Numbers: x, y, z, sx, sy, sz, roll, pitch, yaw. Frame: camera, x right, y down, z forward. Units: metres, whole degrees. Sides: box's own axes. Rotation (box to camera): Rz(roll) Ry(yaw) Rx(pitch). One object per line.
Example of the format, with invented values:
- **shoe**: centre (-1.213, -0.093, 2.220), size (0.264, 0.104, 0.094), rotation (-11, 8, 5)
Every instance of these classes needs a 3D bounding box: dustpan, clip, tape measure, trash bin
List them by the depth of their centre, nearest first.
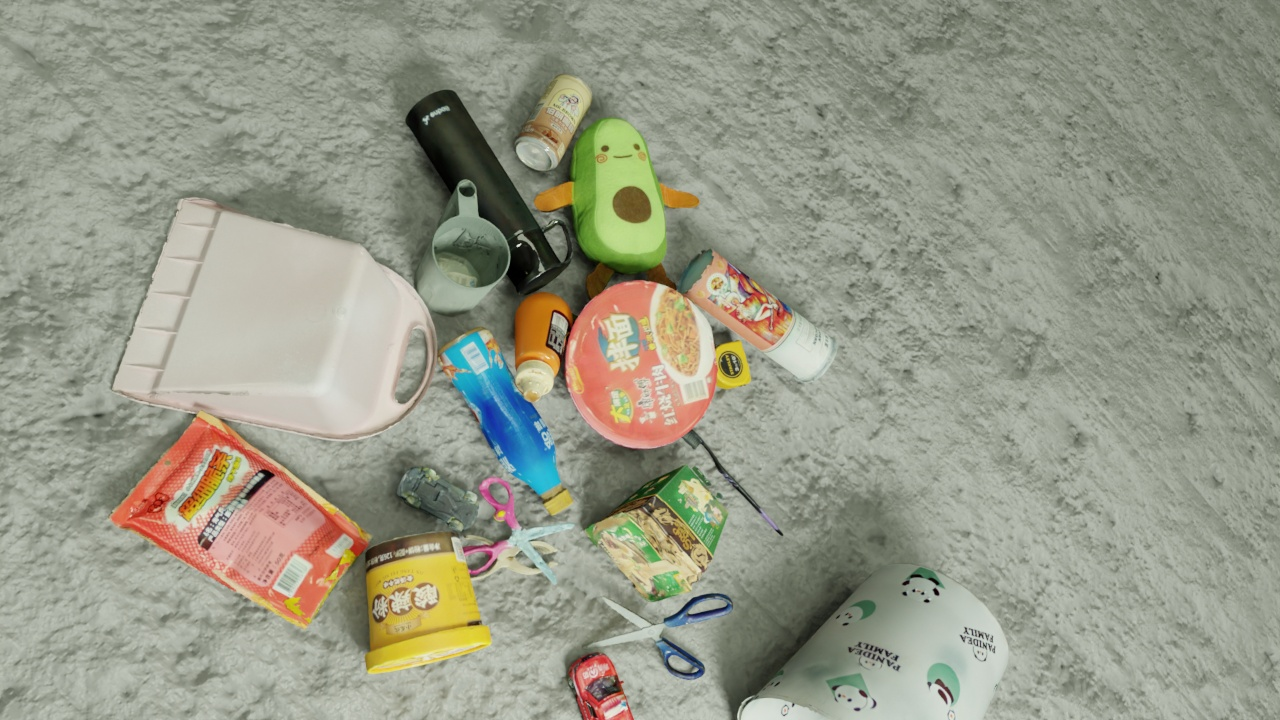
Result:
- **dustpan**: centre (-0.363, -0.025, 0.957), size (0.273, 0.139, 0.222), rotation (10, 70, 6)
- **clip**: centre (-0.140, 0.212, 0.982), size (0.099, 0.035, 0.070), rotation (6, 74, -19)
- **trash bin**: centre (0.276, 0.379, 1.033), size (0.251, 0.230, 0.229), rotation (-38, 93, -35)
- **tape measure**: centre (0.109, 0.008, 1.163), size (0.057, 0.029, 0.060), rotation (-12, 81, -29)

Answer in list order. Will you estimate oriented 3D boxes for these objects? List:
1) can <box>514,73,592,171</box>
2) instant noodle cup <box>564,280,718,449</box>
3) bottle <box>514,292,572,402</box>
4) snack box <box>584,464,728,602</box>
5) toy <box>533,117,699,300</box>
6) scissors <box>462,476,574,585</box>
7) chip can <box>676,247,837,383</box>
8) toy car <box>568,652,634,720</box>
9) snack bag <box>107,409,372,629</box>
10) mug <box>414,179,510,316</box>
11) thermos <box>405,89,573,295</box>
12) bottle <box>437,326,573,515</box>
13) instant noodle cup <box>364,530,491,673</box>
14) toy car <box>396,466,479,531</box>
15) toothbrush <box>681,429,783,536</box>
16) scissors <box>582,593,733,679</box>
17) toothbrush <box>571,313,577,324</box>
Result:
- **can**: centre (-0.106, -0.293, 1.130), size (0.058, 0.059, 0.116), rotation (32, 64, -15)
- **instant noodle cup**: centre (-0.006, 0.006, 1.075), size (0.193, 0.066, 0.193), rotation (2, 86, -23)
- **bottle**: centre (-0.112, -0.011, 1.013), size (0.066, 0.067, 0.149), rotation (23, 39, -18)
- **snack box**: centre (0.028, 0.188, 1.035), size (0.118, 0.118, 0.105), rotation (50, 48, -7)
- **toy**: centre (-0.025, -0.186, 1.121), size (0.226, 0.090, 0.246), rotation (-5, 81, -33)
- **scissors**: centre (-0.136, 0.188, 0.966), size (0.133, 0.017, 0.133), rotation (-38, 86, -24)
- **chip can**: centre (0.149, -0.056, 1.166), size (0.214, 0.071, 0.071), rotation (33, 63, -20)
- **toy car**: centre (-0.035, 0.372, 0.979), size (0.052, 0.045, 0.120), rotation (-19, 82, -31)
- **snack bag**: centre (-0.371, 0.154, 0.872), size (0.208, 0.073, 0.128), rotation (35, 62, -7)
- **mug**: centre (-0.200, -0.120, 1.008), size (0.083, 0.104, 0.123), rotation (1, 74, -26)
- **thermos**: centre (-0.167, -0.195, 1.050), size (0.090, 0.068, 0.242), rotation (-32, 85, -14)
- **bottle**: centre (-0.141, 0.069, 1.004), size (0.065, 0.065, 0.218), rotation (-32, 91, -30)
- **instant noodle cup**: centre (-0.213, 0.234, 0.896), size (0.118, 0.119, 0.114), rotation (-4, 69, -27)
- **toy car**: centre (-0.213, 0.146, 0.964), size (0.090, 0.034, 0.042), rotation (33, 60, -24)
- **toothbrush**: centre (0.113, 0.151, 1.133), size (0.189, 0.014, 0.016), rotation (48, 68, -7)
- **scissors**: centre (0.025, 0.300, 1.009), size (0.176, 0.012, 0.162), rotation (-24, 119, 5)
- **toothbrush**: centre (-0.047, -0.036, 1.108), size (0.185, 0.012, 0.017), rotation (28, 87, -16)
